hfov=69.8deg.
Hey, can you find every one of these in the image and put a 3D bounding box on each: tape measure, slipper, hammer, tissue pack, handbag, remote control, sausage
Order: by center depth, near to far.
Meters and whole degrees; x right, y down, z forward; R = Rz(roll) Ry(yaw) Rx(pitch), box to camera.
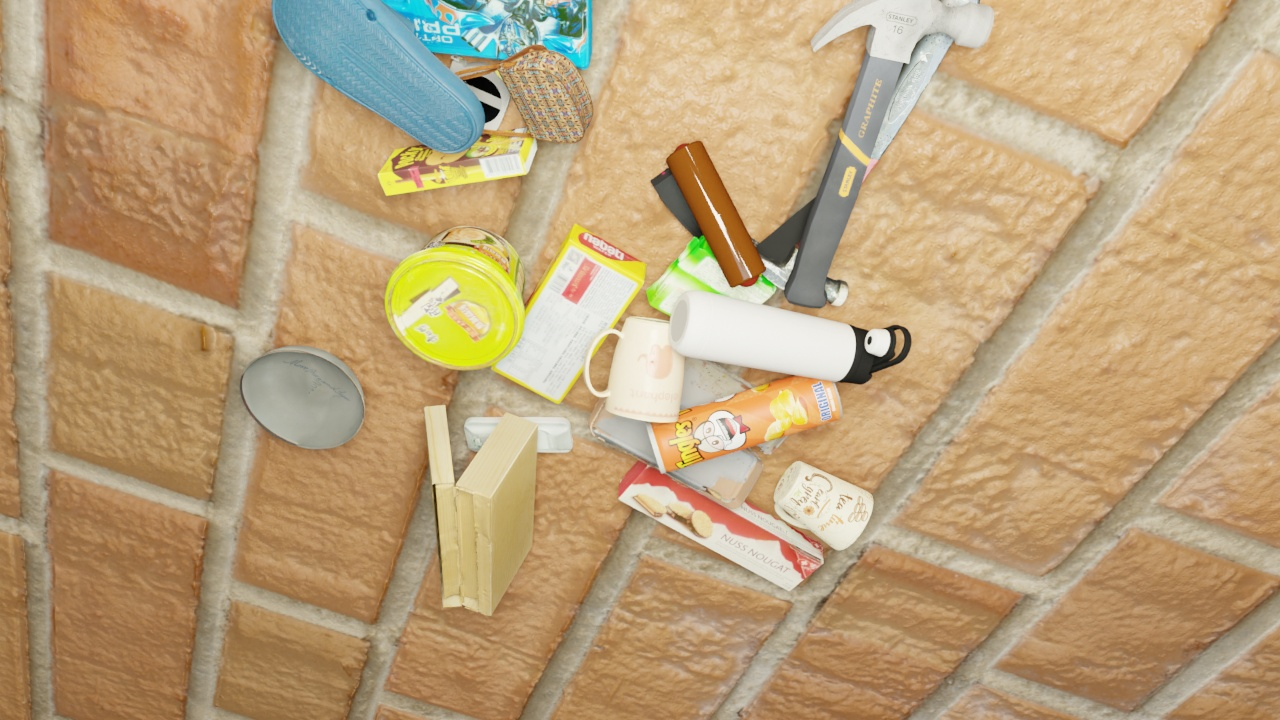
[{"bbox_3d":[-0.227,-0.272,0.819,0.213,0.059,0.104,37,136,-14],"label":"slipper"},{"bbox_3d":[0.200,-0.183,0.854,0.139,0.035,0.313,10,126,-2],"label":"hammer"},{"bbox_3d":[-0.142,-0.247,0.867,0.196,0.043,0.093,2,149,20],"label":"handbag"},{"bbox_3d":[0.208,-0.202,0.879,0.140,0.036,0.327,21,124,-10],"label":"hammer"},{"bbox_3d":[-0.160,-0.259,0.894,0.065,0.016,0.064,22,125,-8],"label":"tape measure"},{"bbox_3d":[0.075,-0.143,0.904,0.040,0.040,0.155,-26,93,23],"label":"sausage"},{"bbox_3d":[0.061,-0.147,0.949,0.039,0.010,0.125,-31,117,25],"label":"remote control"},{"bbox_3d":[0.077,-0.074,0.974,0.114,0.034,0.100,29,129,-23],"label":"tissue pack"},{"bbox_3d":[-0.151,0.094,1.136,0.133,0.022,0.050,0,124,7],"label":"remote control"}]

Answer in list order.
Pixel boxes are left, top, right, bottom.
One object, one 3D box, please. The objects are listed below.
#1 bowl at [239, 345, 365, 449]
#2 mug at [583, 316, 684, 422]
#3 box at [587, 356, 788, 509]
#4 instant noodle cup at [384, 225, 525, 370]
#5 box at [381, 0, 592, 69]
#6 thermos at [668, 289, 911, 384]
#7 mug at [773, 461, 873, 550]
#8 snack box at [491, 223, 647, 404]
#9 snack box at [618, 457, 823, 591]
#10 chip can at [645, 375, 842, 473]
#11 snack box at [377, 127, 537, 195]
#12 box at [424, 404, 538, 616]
[{"bbox_3d":[-0.396,0.033,1.102,0.151,0.056,0.151,3,125,4],"label":"bowl"},{"bbox_3d":[-0.006,0.006,0.988,0.111,0.085,0.104,8,96,-16],"label":"mug"},{"bbox_3d":[0.062,0.071,1.081,0.216,0.063,0.157,29,115,-13],"label":"box"},{"bbox_3d":[-0.189,-0.072,0.979,0.146,0.097,0.146,3,125,4],"label":"instant noodle cup"},{"bbox_3d":[-0.163,-0.329,0.834,0.243,0.066,0.091,7,147,2],"label":"box"},{"bbox_3d":[0.152,-0.026,0.947,0.229,0.068,0.101,10,159,-17],"label":"thermos"},{"bbox_3d":[0.211,0.179,1.133,0.097,0.080,0.122,32,149,-6],"label":"mug"},{"bbox_3d":[-0.081,-0.047,1.018,0.092,0.042,0.201,28,123,-13],"label":"snack box"},{"bbox_3d":[0.104,0.206,1.170,0.273,0.044,0.077,31,122,-14],"label":"snack box"},{"bbox_3d":[0.115,0.067,1.030,0.210,0.062,0.062,-17,122,1],"label":"chip can"},{"bbox_3d":[-0.181,-0.198,0.912,0.149,0.061,0.026,-6,126,11],"label":"snack box"},{"bbox_3d":[-0.206,0.188,1.124,0.148,0.140,0.249,11,133,4],"label":"box"}]
